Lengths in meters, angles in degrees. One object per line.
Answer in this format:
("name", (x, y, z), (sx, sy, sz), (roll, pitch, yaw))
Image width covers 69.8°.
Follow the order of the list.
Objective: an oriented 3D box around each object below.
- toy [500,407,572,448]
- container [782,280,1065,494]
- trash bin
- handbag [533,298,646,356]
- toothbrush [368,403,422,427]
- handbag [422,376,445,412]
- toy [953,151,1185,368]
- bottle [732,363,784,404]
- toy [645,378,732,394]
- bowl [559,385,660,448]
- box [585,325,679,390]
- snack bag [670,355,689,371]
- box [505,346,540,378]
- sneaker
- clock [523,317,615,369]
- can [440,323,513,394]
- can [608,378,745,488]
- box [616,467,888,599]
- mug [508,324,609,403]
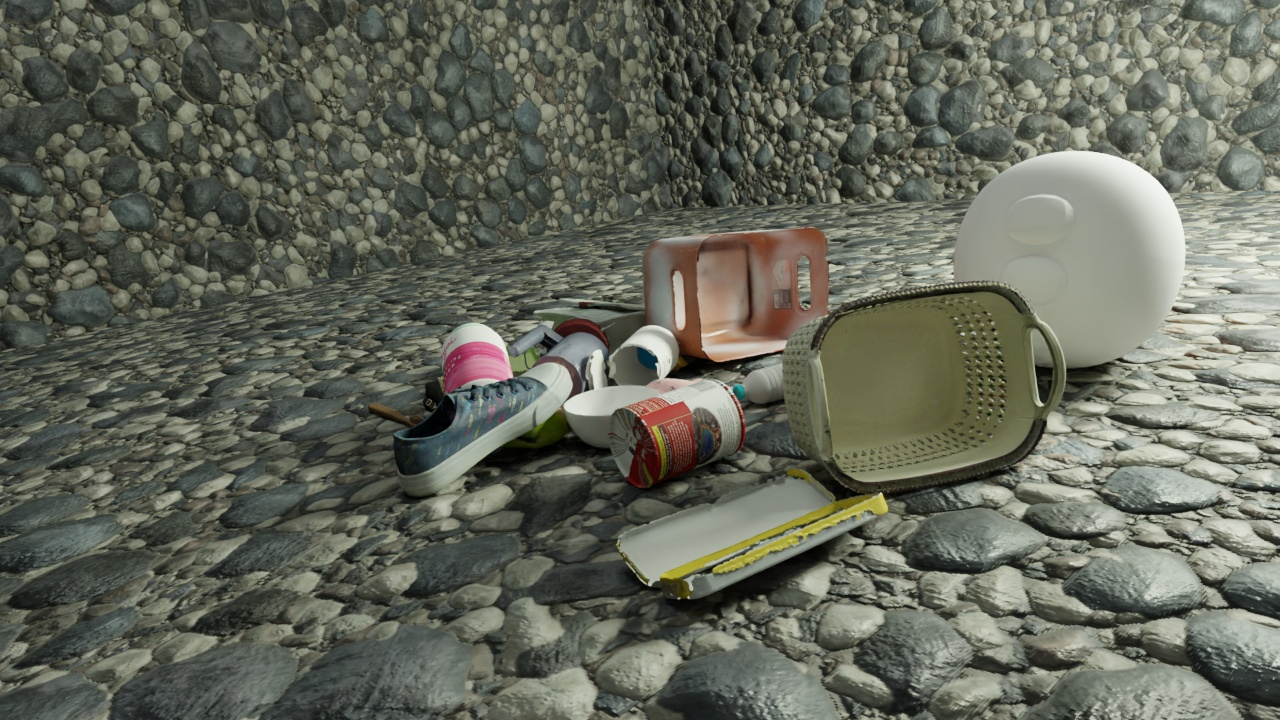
("toy", (-0.121, 0.077, 1.114), (0.092, 0.043, 0.117), (-1, 14, 29))
("container", (0.257, 0.023, 0.888), (0.251, 0.185, 0.143), (-9, 3, -14))
("trash bin", (0.140, -0.106, 1.397), (0.259, 0.181, 0.158), (-11, 12, -35))
("handbag", (-0.068, -0.052, 1.486), (0.141, 0.096, 0.199), (-16, 15, -35))
("toothbrush", (-0.343, 0.076, 1.283), (0.016, 0.016, 0.167), (-16, 16, -37))
("handbag", (-0.237, 0.051, 1.280), (0.128, 0.054, 0.079), (-11, 26, -27))
("toy", (0.528, -0.121, 1.145), (0.266, 0.263, 0.280), (7, 2, 37))
("bottle", (0.180, 0.026, 1.160), (0.136, 0.044, 0.044), (-13, 16, -22))
("toy", (0.059, 0.046, 1.129), (0.105, 0.053, 0.108), (-11, 14, -37))
("bowl", (-0.031, 0.070, 1.079), (0.115, 0.050, 0.114), (-7, 14, 2))
("box", (-0.009, 0.009, 1.270), (0.094, 0.084, 0.165), (7, 19, 15))
("snack bag", (0.023, 0.004, 1.373), (0.099, 0.020, 0.026), (1, 18, 29))
("box", (-0.229, 0.003, 1.476), (0.138, 0.030, 0.187), (-5, 13, -14))
("sneaker", (-0.182, 0.056, 1.035), (0.234, 0.079, 0.087), (-35, 32, -30))
("clock", (-0.103, -0.014, 1.353), (0.137, 0.096, 0.048), (-4, 14, 0))
("can", (-0.210, 0.023, 1.190), (0.088, 0.088, 0.165), (-10, 33, -11))
("can", (0.038, 0.074, 0.956), (0.116, 0.087, 0.087), (-17, 17, -32))
("box", (0.094, 0.142, 0.763), (0.209, 0.045, 0.128), (-16, 16, -29))
("mug", (-0.113, 0.003, 1.267), (0.124, 0.084, 0.103), (36, 26, 4))
